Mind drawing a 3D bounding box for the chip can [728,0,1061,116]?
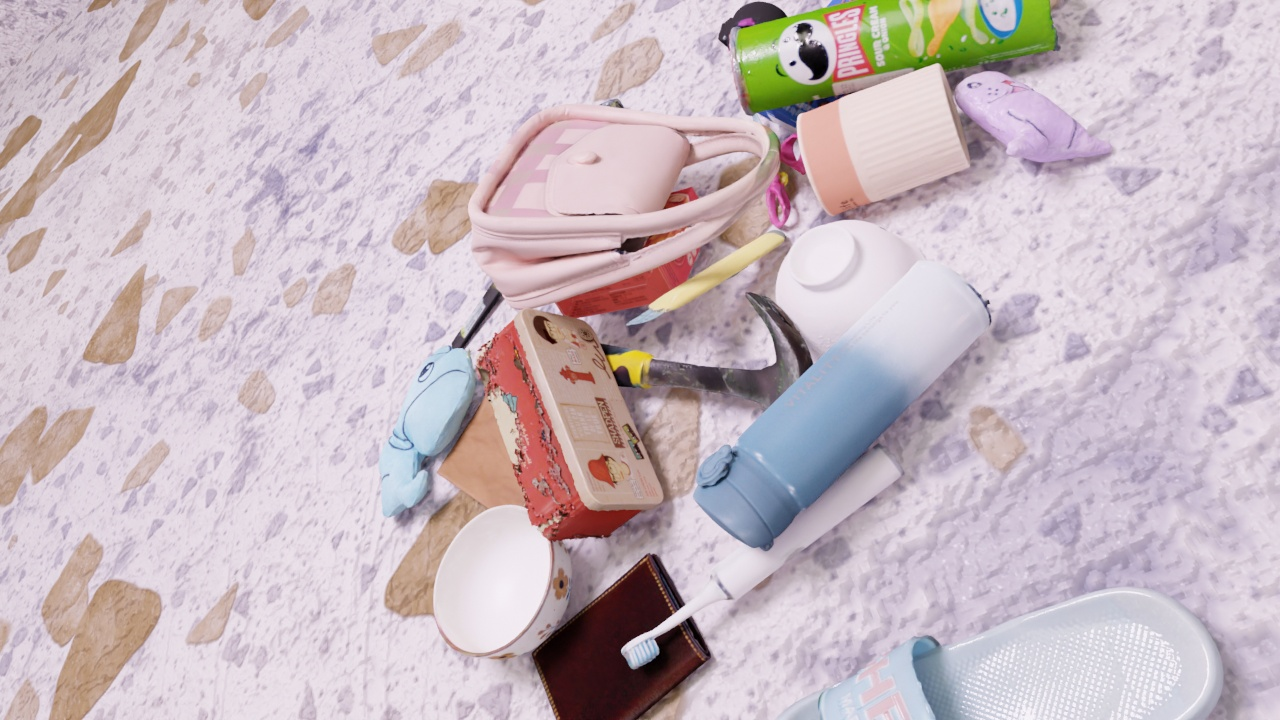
[{"bbox_3d":[0.191,-0.247,0.706,0.236,0.072,0.072,-6,60,21],"label":"chip can"}]

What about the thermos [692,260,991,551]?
[{"bbox_3d":[0.127,0.029,0.589,0.220,0.070,0.070,-43,46,-9],"label":"thermos"}]

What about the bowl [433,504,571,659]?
[{"bbox_3d":[-0.095,0.173,0.694,0.114,0.062,0.113,-18,53,26],"label":"bowl"}]

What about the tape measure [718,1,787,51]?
[{"bbox_3d":[0.106,-0.292,0.830,0.058,0.057,0.039,-15,51,48],"label":"tape measure"}]

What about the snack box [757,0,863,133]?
[{"bbox_3d":[0.173,-0.264,0.786,0.157,0.026,0.084,-48,48,2],"label":"snack box"}]

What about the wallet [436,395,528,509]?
[{"bbox_3d":[-0.117,0.078,0.797,0.115,0.020,0.101,25,81,40],"label":"wallet"}]

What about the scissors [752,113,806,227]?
[{"bbox_3d":[0.110,-0.178,0.759,0.096,0.017,0.137,112,154,-50],"label":"scissors"}]

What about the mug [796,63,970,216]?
[{"bbox_3d":[0.185,-0.171,0.695,0.106,0.082,0.114,-16,26,26],"label":"mug"}]

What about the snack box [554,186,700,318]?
[{"bbox_3d":[-0.006,-0.097,0.776,0.113,0.044,0.126,-10,38,31],"label":"snack box"}]

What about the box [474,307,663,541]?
[{"bbox_3d":[-0.063,0.052,0.698,0.079,0.091,0.168,-39,61,29],"label":"box"}]

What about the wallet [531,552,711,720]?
[{"bbox_3d":[-0.018,0.207,0.647,0.122,0.020,0.096,-42,44,8],"label":"wallet"}]

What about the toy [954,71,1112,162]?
[{"bbox_3d":[0.263,-0.171,0.645,0.108,0.083,0.039,-116,29,-41],"label":"toy"}]

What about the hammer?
[{"bbox_3d":[-0.004,0.004,0.734,0.324,0.031,0.126,7,90,42],"label":"hammer"}]

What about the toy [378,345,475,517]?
[{"bbox_3d":[-0.195,0.056,0.842,0.156,0.049,0.161,-44,36,22],"label":"toy"}]

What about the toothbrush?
[{"bbox_3d":[0.077,0.131,0.604,0.221,0.027,0.026,-38,54,3],"label":"toothbrush"}]

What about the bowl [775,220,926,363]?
[{"bbox_3d":[0.141,-0.060,0.661,0.118,0.064,0.118,-18,54,27],"label":"bowl"}]

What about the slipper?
[{"bbox_3d":[0.175,0.190,0.480,0.246,0.074,0.104,-30,51,16],"label":"slipper"}]

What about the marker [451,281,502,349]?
[{"bbox_3d":[-0.148,-0.059,0.906,0.018,0.015,0.124,36,90,44],"label":"marker"}]

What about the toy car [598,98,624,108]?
[{"bbox_3d":[-0.039,-0.212,0.904,0.054,0.037,0.120,-23,43,24],"label":"toy car"}]

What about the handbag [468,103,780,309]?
[{"bbox_3d":[-0.003,-0.135,0.719,0.235,0.093,0.192,-4,39,23],"label":"handbag"}]

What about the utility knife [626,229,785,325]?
[{"bbox_3d":[0.055,-0.067,0.701,0.172,0.019,0.031,-28,21,-34],"label":"utility knife"}]
